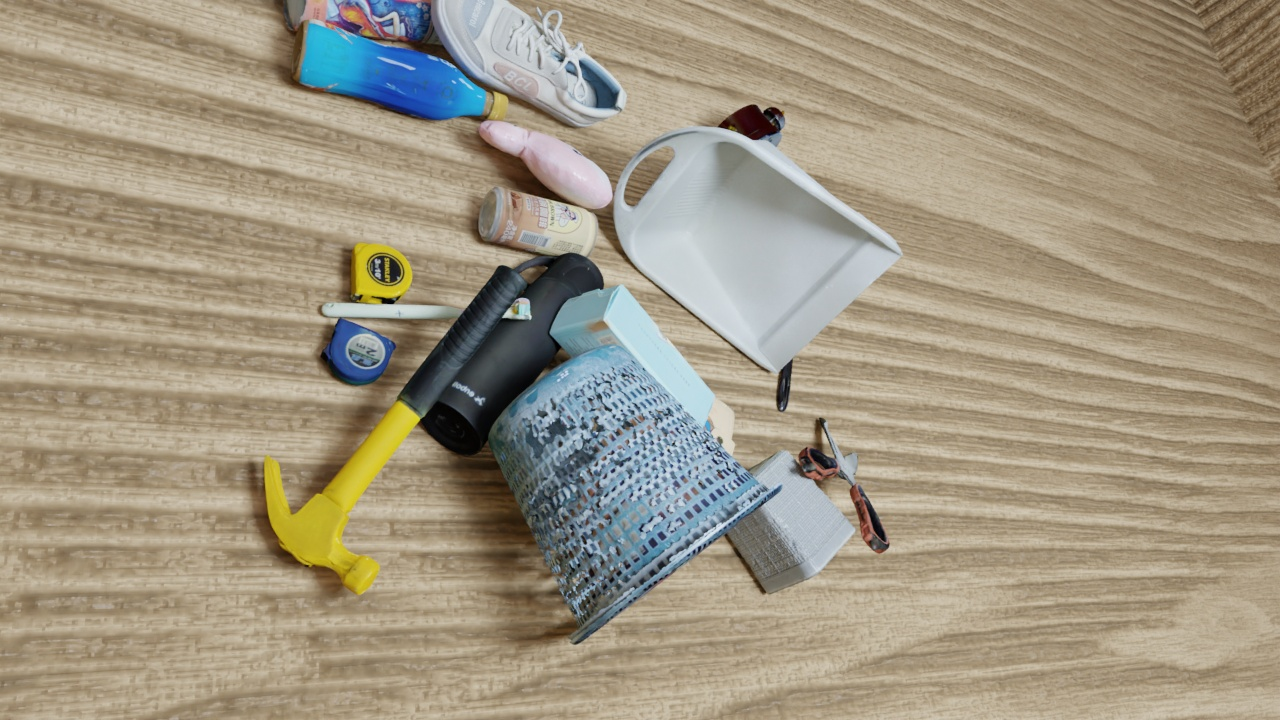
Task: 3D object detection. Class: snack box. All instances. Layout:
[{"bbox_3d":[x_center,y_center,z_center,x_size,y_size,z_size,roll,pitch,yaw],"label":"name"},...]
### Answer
[{"bbox_3d":[-0.005,0.005,0.910,0.175,0.074,0.051,50,49,-30],"label":"snack box"}]

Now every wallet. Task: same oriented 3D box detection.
[{"bbox_3d":[0.064,0.082,0.992,0.087,0.024,0.114,29,45,-16],"label":"wallet"}]

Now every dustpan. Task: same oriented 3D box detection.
[{"bbox_3d":[0.102,-0.130,1.009,0.257,0.223,0.142,52,37,13],"label":"dustpan"}]

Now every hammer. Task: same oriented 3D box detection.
[{"bbox_3d":[-0.195,0.039,0.774,0.129,0.033,0.300,33,71,6],"label":"hammer"}]

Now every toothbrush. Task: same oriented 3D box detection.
[{"bbox_3d":[0.183,-0.016,1.132,0.015,0.018,0.180,28,56,-26],"label":"toothbrush"},{"bbox_3d":[-0.197,-0.047,0.852,0.189,0.020,0.029,0,42,-11],"label":"toothbrush"}]

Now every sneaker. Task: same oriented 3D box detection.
[{"bbox_3d":[-0.113,-0.329,0.999,0.242,0.091,0.089,25,81,-41],"label":"sneaker"}]

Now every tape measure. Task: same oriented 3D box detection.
[{"bbox_3d":[-0.247,-0.079,0.867,0.057,0.029,0.060,6,64,-30],"label":"tape measure"},{"bbox_3d":[-0.255,-0.005,0.826,0.058,0.025,0.054,24,58,-17],"label":"tape measure"}]

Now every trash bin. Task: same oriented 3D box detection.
[{"bbox_3d":[-0.022,0.103,0.811,0.225,0.227,0.195,-27,74,-39],"label":"trash bin"}]

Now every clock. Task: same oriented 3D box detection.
[{"bbox_3d":[0.145,-0.293,1.203,0.121,0.082,0.055,-27,77,-37],"label":"clock"}]

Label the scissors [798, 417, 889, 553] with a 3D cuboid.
[{"bbox_3d":[0.226,0.131,1.017,0.226,0.015,0.189,16,37,-55],"label":"scissors"}]

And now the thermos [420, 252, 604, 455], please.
[{"bbox_3d":[-0.128,-0.018,0.900,0.090,0.069,0.241,24,49,12],"label":"thermos"}]

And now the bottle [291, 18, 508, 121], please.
[{"bbox_3d":[-0.243,-0.289,0.951,0.218,0.065,0.065,9,62,-30],"label":"bottle"}]

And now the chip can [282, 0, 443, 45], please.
[{"bbox_3d":[-0.263,-0.377,0.978,0.214,0.071,0.071,-7,71,-36],"label":"chip can"}]

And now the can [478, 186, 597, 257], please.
[{"bbox_3d":[-0.108,-0.143,0.971,0.116,0.059,0.058,9,62,-30],"label":"can"}]

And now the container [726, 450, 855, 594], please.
[{"bbox_3d":[0.145,0.167,0.967,0.090,0.090,0.114,-34,85,-41],"label":"container"}]

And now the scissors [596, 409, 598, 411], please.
[{"bbox_3d":[0.008,0.121,0.948,0.180,0.014,0.159,36,50,-10],"label":"scissors"}]

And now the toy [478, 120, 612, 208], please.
[{"bbox_3d":[-0.100,-0.215,0.993,0.159,0.121,0.054,28,96,-10],"label":"toy"}]
